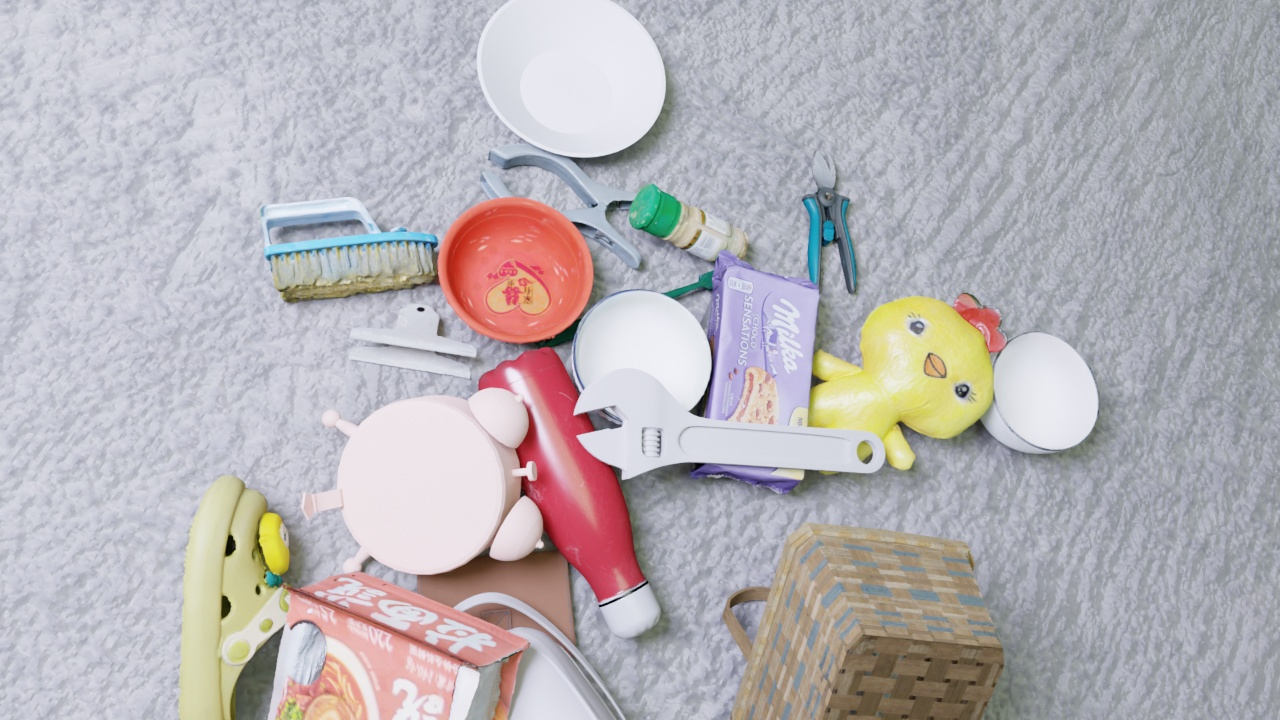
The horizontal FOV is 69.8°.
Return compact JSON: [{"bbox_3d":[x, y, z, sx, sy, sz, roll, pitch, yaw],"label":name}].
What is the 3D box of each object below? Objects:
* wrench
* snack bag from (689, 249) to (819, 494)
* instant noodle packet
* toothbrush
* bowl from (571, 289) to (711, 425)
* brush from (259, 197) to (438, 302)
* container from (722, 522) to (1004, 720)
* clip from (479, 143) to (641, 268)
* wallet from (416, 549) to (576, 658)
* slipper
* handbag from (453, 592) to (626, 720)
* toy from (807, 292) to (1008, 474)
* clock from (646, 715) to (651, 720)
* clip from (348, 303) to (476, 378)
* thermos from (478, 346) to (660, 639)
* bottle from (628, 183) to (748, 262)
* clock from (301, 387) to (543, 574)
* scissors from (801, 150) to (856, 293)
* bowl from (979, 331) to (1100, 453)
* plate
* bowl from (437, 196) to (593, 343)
[{"bbox_3d":[0.080,0.057,0.751,0.273,0.018,0.086,5,79,-18],"label":"wrench"},{"bbox_3d":[0.098,0.011,0.808,0.096,0.058,0.205,12,74,-13],"label":"snack bag"},{"bbox_3d":[-0.184,0.275,0.621,0.164,0.084,0.221,14,89,22],"label":"instant noodle packet"},{"bbox_3d":[-0.006,-0.047,0.822,0.189,0.017,0.016,-21,98,-17],"label":"toothbrush"},{"bbox_3d":[-0.005,0.005,0.782,0.118,0.062,0.118,4,74,-13],"label":"bowl"},{"bbox_3d":[-0.236,-0.095,0.754,0.135,0.055,0.075,-9,82,-17],"label":"brush"},{"bbox_3d":[0.153,0.239,0.708,0.157,0.186,0.250,9,110,-12],"label":"container"},{"bbox_3d":[-0.068,-0.130,0.824,0.163,0.028,0.106,17,73,-9],"label":"clip"},{"bbox_3d":[-0.114,0.198,0.726,0.121,0.013,0.087,-3,75,-14],"label":"wallet"},{"bbox_3d":[-0.281,0.177,0.651,0.081,0.092,0.190,3,77,-16],"label":"slipper"},{"bbox_3d":[-0.120,0.308,0.657,0.222,0.095,0.216,-40,66,-3],"label":"handbag"},{"bbox_3d":[0.232,0.021,0.829,0.207,0.092,0.134,-33,83,-10],"label":"toy"},{"bbox_3d":[-0.001,0.345,0.698,0.087,0.044,0.124,39,69,-2],"label":"clock"},{"bbox_3d":[-0.188,-0.016,0.763,0.102,0.054,0.058,10,107,-12],"label":"clip"},{"bbox_3d":[-0.052,0.108,0.736,0.073,0.073,0.240,-24,82,-19],"label":"thermos"},{"bbox_3d":[0.045,-0.119,0.825,0.111,0.043,0.043,21,70,-28],"label":"bottle"},{"bbox_3d":[-0.158,0.093,0.685,0.160,0.086,0.131,-7,91,3],"label":"clock"},{"bbox_3d":[0.179,-0.131,0.891,0.131,0.019,0.149,45,70,0],"label":"scissors"},{"bbox_3d":[0.365,0.035,0.868,0.113,0.063,0.113,4,74,-14],"label":"bowl"},{"bbox_3d":[-0.065,-0.260,0.854,0.174,0.036,0.173,4,74,-13],"label":"plate"},{"bbox_3d":[-0.108,-0.072,0.786,0.130,0.045,0.130,4,74,-14],"label":"bowl"}]
